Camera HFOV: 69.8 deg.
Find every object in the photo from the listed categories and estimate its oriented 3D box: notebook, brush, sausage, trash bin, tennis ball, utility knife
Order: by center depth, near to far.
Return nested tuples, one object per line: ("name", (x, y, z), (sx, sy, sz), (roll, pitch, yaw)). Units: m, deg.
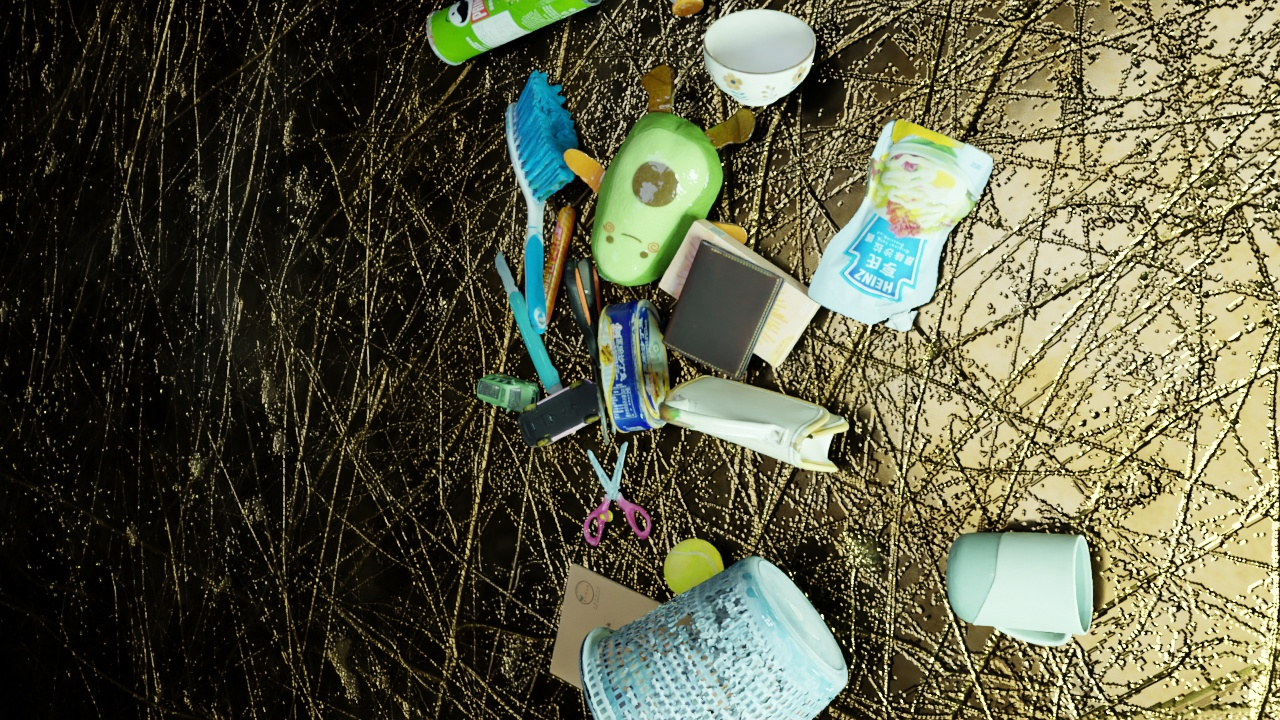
("trash bin", (0.085, 0.308, 0.905), (0.195, 0.226, 0.226), (-40, 67, 11))
("tennis ball", (0.058, 0.227, 0.998), (0.066, 0.065, 0.065), (0, 90, 34))
("notebook", (-0.015, 0.344, 1.083), (0.208, 0.008, 0.148), (16, 99, 33))
("brush", (-0.118, -0.194, 1.108), (0.110, 0.060, 0.314), (-30, 63, 37))
("sausage", (-0.107, -0.115, 1.138), (0.021, 0.021, 0.165), (21, 102, 33))
("utility knife", (-0.144, -0.047, 1.168), (0.029, 0.013, 0.209), (-32, 75, 31))

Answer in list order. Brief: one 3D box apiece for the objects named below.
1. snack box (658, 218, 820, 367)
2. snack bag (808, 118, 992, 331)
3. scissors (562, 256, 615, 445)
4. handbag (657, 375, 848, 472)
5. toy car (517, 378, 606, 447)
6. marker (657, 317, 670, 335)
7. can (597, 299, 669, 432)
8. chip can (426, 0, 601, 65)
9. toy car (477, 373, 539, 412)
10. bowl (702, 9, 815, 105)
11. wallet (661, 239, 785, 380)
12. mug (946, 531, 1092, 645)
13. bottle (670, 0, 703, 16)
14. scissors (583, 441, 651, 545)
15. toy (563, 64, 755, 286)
("snack box", (0.103, -0.072, 0.963), (0.157, 0.026, 0.085), (36, 116, 14))
("snack bag", (0.246, -0.124, 0.879), (0.110, 0.038, 0.191), (24, 103, 4))
("scissors", (-0.058, -0.023, 1.045), (0.022, 0.222, 0.220), (-9, 58, 8))
("handbag", (0.102, 0.057, 0.902), (0.163, 0.178, 0.063), (17, 94, 34))
("toy car", (-0.095, 0.065, 1.122), (0.123, 0.037, 0.056), (-27, 83, 19))
("marker", (0.076, -0.057, 1.012), (0.132, 0.022, 0.020), (-23, 42, 33))
("can", (-0.006, 0.006, 1.038), (0.049, 0.074, 0.148), (-8, 85, 31))
("chip can", (-0.160, -0.438, 1.145), (0.237, 0.072, 0.072), (-8, 85, 34))
("toy car", (-0.169, 0.043, 1.174), (0.091, 0.036, 0.043), (12, 95, 30))
("bowl", (0.120, -0.304, 0.946), (0.113, 0.113, 0.062), (40, 153, 28))
("wallet", (0.084, -0.051, 0.952), (0.096, 0.020, 0.122), (27, 114, 12))
("mug", (0.335, 0.204, 0.807), (0.107, 0.082, 0.112), (-6, 118, 34))
("bottle", (0.042, -0.437, 1.010), (0.063, 0.063, 0.108), (-16, 80, 33))
("scissors", (-0.028, 0.163, 1.089), (0.128, 0.017, 0.133), (20, 97, 35))
("toy", (0.018, -0.187, 1.008), (0.227, 0.089, 0.247), (29, 109, 14))
